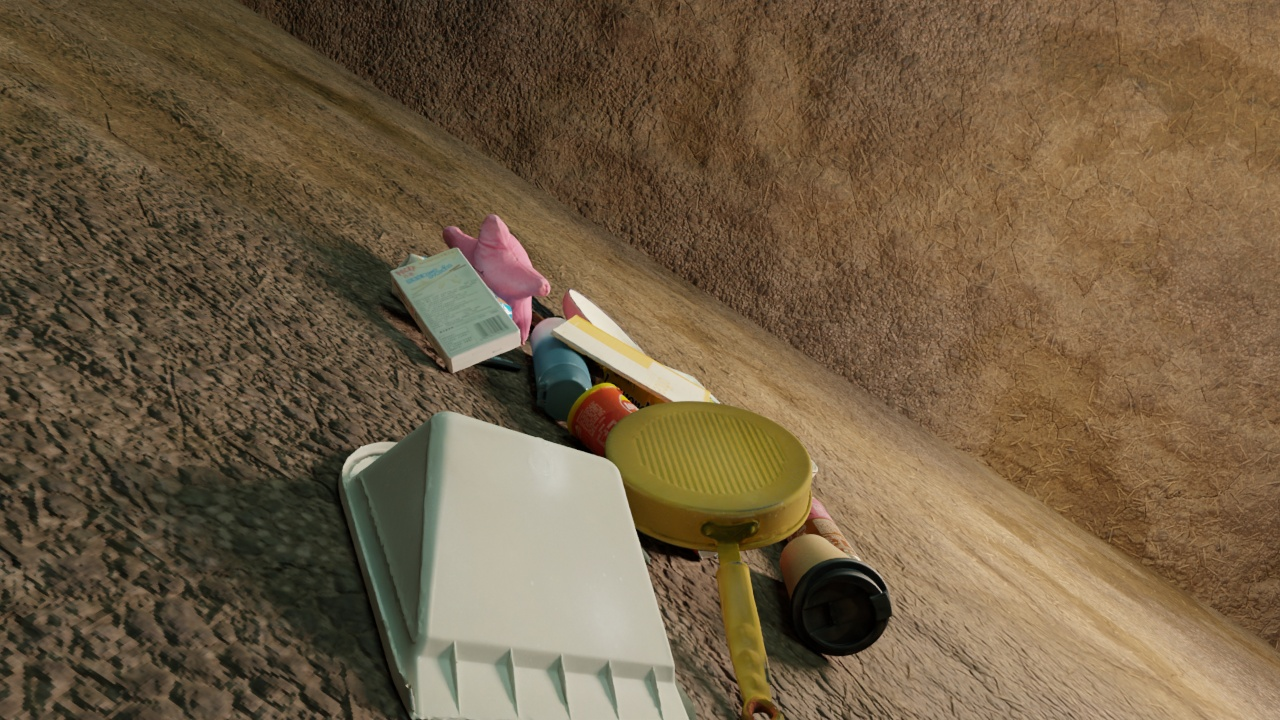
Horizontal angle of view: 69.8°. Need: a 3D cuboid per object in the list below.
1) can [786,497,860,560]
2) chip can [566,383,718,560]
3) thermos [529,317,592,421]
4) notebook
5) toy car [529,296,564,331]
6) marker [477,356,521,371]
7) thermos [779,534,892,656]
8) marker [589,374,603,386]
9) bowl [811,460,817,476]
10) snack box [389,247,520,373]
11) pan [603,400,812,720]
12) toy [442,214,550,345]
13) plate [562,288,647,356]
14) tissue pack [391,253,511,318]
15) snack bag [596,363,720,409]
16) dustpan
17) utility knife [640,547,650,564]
[{"bbox_3d":[0.202,0.208,1.038,0.058,0.058,0.147,28,12,-16],"label":"can"},{"bbox_3d":[0.015,0.109,0.940,0.216,0.073,0.073,40,15,34],"label":"chip can"},{"bbox_3d":[-0.094,0.010,1.095,0.070,0.070,0.220,28,13,-18],"label":"thermos"},{"bbox_3d":[-0.007,0.007,1.132,0.206,0.010,0.145,30,13,1],"label":"notebook"},{"bbox_3d":[-0.152,-0.068,1.314,0.158,0.042,0.070,40,9,-11],"label":"toy car"},{"bbox_3d":[-0.178,-0.003,1.053,0.018,0.015,0.124,43,14,32],"label":"marker"},{"bbox_3d":[0.180,0.219,0.885,0.093,0.093,0.143,30,5,-6],"label":"thermos"},{"bbox_3d":[-0.044,0.037,1.223,0.130,0.018,0.022,22,36,-36],"label":"marker"},{"bbox_3d":[0.176,0.140,1.244,0.113,0.062,0.113,31,13,-8],"label":"bowl"},{"bbox_3d":[-0.206,-0.058,1.016,0.084,0.027,0.157,-24,54,-24],"label":"snack box"},{"bbox_3d":[0.069,0.152,0.781,0.197,0.078,0.357,0,27,-8],"label":"pan"},{"bbox_3d":[-0.178,-0.100,1.176,0.195,0.074,0.178,2,-59,53],"label":"toy"},{"bbox_3d":[-0.049,-0.025,1.346,0.192,0.039,0.192,44,9,-9],"label":"plate"},{"bbox_3d":[-0.225,-0.074,1.108,0.140,0.063,0.090,36,13,22],"label":"tissue pack"},{"bbox_3d":[0.052,0.079,1.166,0.158,0.068,0.246,20,18,-39],"label":"snack bag"},{"bbox_3d":[-0.106,0.145,0.646,0.222,0.143,0.257,22,45,-38],"label":"dustpan"},{"bbox_3d":[-0.059,0.133,0.797,0.160,0.013,0.029,30,6,-7],"label":"utility knife"}]
